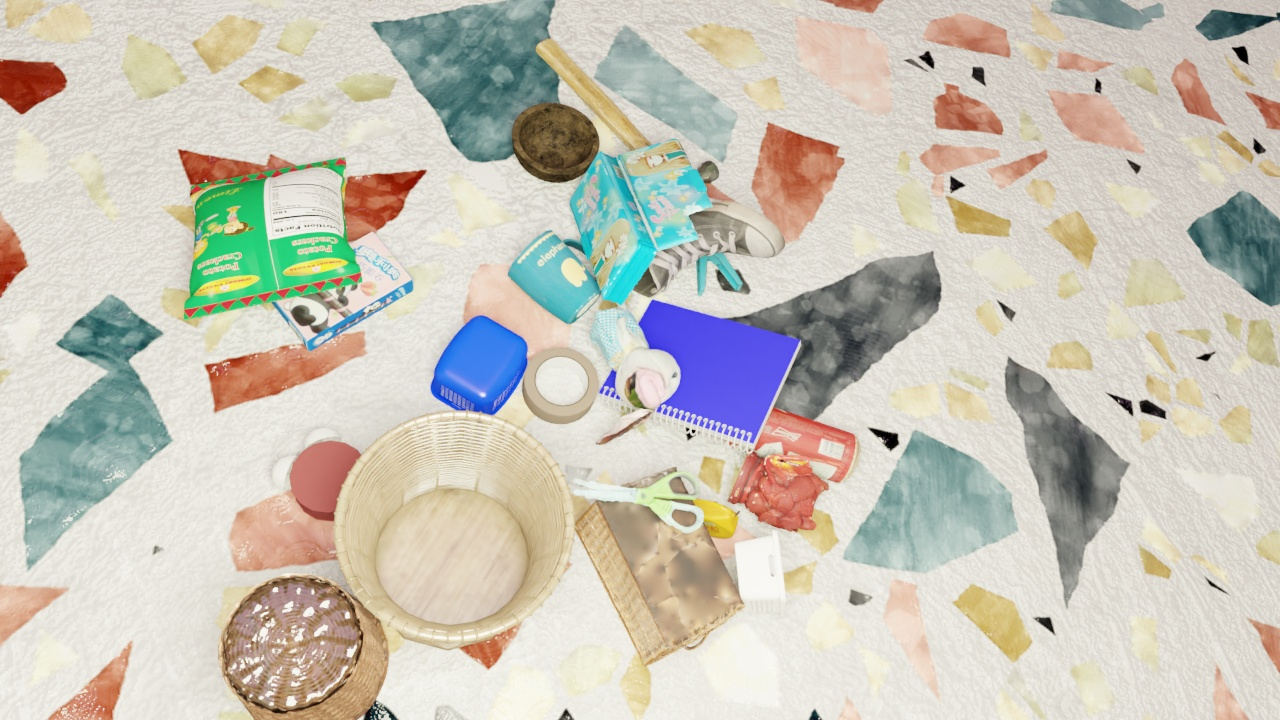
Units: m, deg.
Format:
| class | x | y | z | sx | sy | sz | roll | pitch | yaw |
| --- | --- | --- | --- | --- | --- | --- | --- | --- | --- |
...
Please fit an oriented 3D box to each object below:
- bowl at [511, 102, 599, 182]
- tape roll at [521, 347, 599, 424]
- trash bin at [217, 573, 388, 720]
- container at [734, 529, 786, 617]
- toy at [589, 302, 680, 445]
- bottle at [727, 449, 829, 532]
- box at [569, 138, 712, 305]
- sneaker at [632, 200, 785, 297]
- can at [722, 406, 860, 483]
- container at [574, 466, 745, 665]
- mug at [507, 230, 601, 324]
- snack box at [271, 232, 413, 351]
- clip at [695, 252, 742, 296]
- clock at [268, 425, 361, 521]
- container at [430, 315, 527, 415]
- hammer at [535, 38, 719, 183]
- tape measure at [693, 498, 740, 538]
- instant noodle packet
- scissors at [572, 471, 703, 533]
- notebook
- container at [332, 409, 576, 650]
| class | x | y | z | sx | sy | sz | roll | pitch | yaw |
| --- | --- | --- | --- | --- | --- | --- | --- | --- | --- |
| bowl | -0.121 | -0.295 | 1.285 | 0.121 | 0.056 | 0.121 | 5 | 64 | -11 |
| tape roll | -0.100 | 0.031 | 1.150 | 0.093 | 0.030 | 0.093 | 5 | 64 | -11 |
| trash bin | -0.323 | 0.278 | 0.882 | 0.151 | 0.211 | 0.151 | 5 | 63 | -11 |
| container | 0.137 | 0.249 | 1.057 | 0.049 | 0.129 | 0.080 | -7 | 65 | 5 |
| toy | -0.007 | 0.007 | 1.129 | 0.105 | 0.131 | 0.205 | 10 | 39 | -22 |
| bottle | 0.171 | 0.156 | 1.115 | 0.111 | 0.099 | 0.098 | 24 | 62 | 9 |
| box | -0.007 | -0.196 | 1.173 | 0.181 | 0.074 | 0.226 | -35 | 43 | 15 |
| sneaker | 0.068 | -0.143 | 1.207 | 0.235 | 0.095 | 0.119 | 13 | 64 | 21 |
| can | 0.191 | 0.101 | 1.165 | 0.170 | 0.067 | 0.067 | 19 | 62 | -4 |
| container | 0.021 | 0.230 | 1.040 | 0.113 | 0.113 | 0.198 | -23 | 73 | -22 |
| mug | -0.098 | -0.111 | 1.193 | 0.104 | 0.085 | 0.111 | 45 | 53 | 3 |
| snack box | -0.371 | -0.088 | 1.142 | 0.153 | 0.033 | 0.088 | -35 | 77 | -25 |
| clip | 0.081 | -0.147 | 1.282 | 0.113 | 0.028 | 0.126 | 0 | 66 | -15 |
| clock | -0.357 | 0.129 | 1.037 | 0.124 | 0.044 | 0.087 | 40 | 63 | 7 |
| container | -0.195 | 0.006 | 1.125 | 0.096 | 0.058 | 0.114 | 30 | 62 | 2 |
| hammer | -0.040 | -0.354 | 1.348 | 0.132 | 0.033 | 0.330 | -37 | 77 | -24 |
| tape measure | 0.088 | 0.190 | 1.103 | 0.068 | 0.059 | 0.030 | 7 | 61 | 26 |
| instant noodle packet | -0.446 | -0.156 | 1.109 | 0.195 | 0.090 | 0.252 | -13 | 49 | -10 |
| scissors | -0.001 | 0.139 | 0.967 | 0.175 | 0.033 | 0.072 | 18 | 64 | -38 |
| notebook | 0.073 | 0.016 | 1.162 | 0.209 | 0.022 | 0.171 | 17 | 60 | 21 |
| container | -0.193 | 0.191 | 0.960 | 0.226 | 0.197 | 0.226 | 5 | 64 | -11 |
